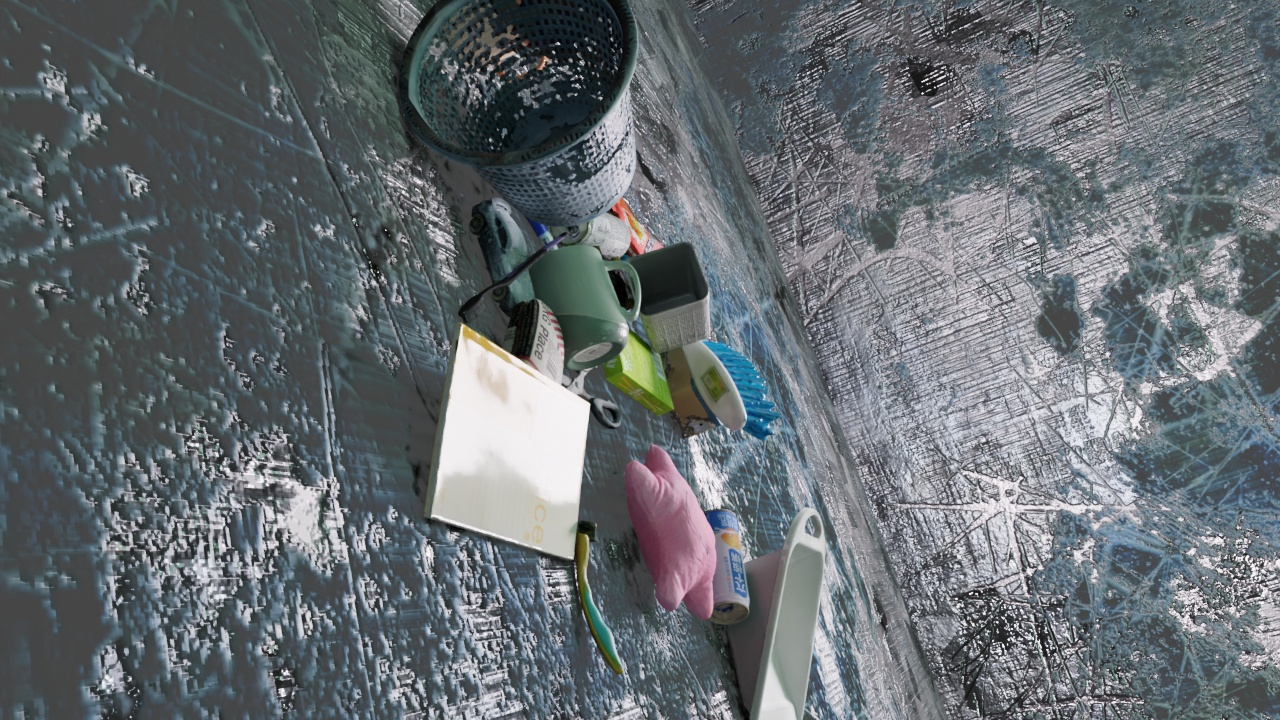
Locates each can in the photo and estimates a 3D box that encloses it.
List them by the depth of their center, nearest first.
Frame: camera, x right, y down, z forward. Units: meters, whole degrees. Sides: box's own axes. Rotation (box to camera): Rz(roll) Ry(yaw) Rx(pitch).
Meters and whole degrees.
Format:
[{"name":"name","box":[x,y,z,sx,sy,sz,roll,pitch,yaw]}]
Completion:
[{"name":"can","box":[0.099,0.249,1.116,0.053,0.053,0.134,53,22,-39]},{"name":"can","box":[-0.062,-0.159,1.131,0.058,0.058,0.146,70,17,6]}]

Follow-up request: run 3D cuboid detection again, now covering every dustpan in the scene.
[{"name":"dustpan","box":[0.198,0.332,1.172,0.222,0.143,0.257,34,36,-61]}]

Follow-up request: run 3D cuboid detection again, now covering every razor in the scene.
[{"name":"razor","box":[-0.038,0.206,0.793,0.043,0.028,0.132,101,-23,-59]}]

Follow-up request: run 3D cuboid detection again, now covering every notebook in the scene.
[{"name":"notebook","box":[-0.098,0.073,0.733,0.206,0.010,0.145,39,52,-58]}]

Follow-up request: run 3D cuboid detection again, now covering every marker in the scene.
[{"name":"marker","box":[-0.090,-0.106,1.047,0.146,0.017,0.016,61,18,-20]}]

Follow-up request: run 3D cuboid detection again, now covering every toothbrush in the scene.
[{"name":"toothbrush","box":[-0.114,-0.081,0.857,0.188,0.014,0.017,-49,130,-50]}]

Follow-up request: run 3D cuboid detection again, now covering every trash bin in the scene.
[{"name":"trash bin","box":[-0.094,-0.240,0.914,0.195,0.227,0.226,60,14,-66]}]

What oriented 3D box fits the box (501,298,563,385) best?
[{"name":"box","box":[-0.102,0.012,0.823,0.070,0.056,0.164,41,34,-30]}]

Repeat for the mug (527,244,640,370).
[{"name":"mug","box":[-0.050,-0.056,0.930,0.082,0.111,0.106,86,-18,-69]}]

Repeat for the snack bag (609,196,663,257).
[{"name":"snack bag","box":[0.013,-0.154,1.357,0.208,0.073,0.128,52,18,-29]}]

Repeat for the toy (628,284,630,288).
[{"name":"toy","box":[0.037,-0.081,1.316,0.030,0.096,0.092,-88,169,-53]}]

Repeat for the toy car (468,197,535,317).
[{"name":"toy car","box":[-0.129,-0.098,0.888,0.054,0.037,0.120,9,63,-71]}]

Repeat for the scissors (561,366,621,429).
[{"name":"scissors","box":[-0.065,0.026,0.967,0.178,0.014,0.159,52,23,-38]}]

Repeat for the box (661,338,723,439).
[{"name":"box","box":[0.073,0.023,1.313,0.090,0.061,0.183,56,22,-31]}]

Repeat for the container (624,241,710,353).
[{"name":"container","box":[0.038,-0.074,1.161,0.114,0.090,0.090,74,0,-61]}]

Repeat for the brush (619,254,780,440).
[{"name":"brush","box":[0.072,-0.025,1.236,0.109,0.061,0.314,8,43,-43]}]

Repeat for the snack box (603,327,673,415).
[{"name":"snack box","box":[-0.007,0.007,1.144,0.156,0.026,0.085,38,33,-59]}]

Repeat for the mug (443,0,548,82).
[{"name":"mug","box":[-0.153,-0.370,1.032,0.114,0.106,0.081,65,17,-8]}]

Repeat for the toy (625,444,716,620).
[{"name":"toy","box":[0.037,0.178,0.977,0.178,0.075,0.194,34,36,-62]}]

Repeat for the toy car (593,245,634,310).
[{"name":"toy car","box":[-0.046,-0.098,1.123,0.158,0.042,0.070,20,51,-76]}]
